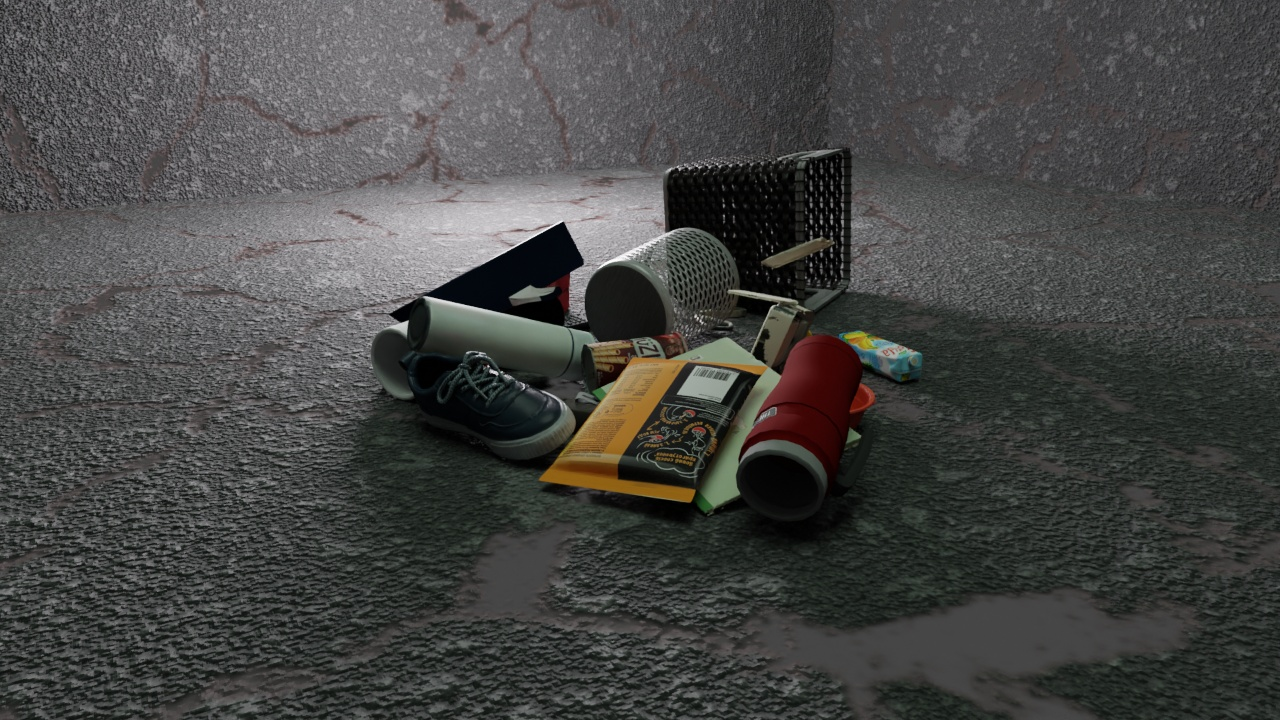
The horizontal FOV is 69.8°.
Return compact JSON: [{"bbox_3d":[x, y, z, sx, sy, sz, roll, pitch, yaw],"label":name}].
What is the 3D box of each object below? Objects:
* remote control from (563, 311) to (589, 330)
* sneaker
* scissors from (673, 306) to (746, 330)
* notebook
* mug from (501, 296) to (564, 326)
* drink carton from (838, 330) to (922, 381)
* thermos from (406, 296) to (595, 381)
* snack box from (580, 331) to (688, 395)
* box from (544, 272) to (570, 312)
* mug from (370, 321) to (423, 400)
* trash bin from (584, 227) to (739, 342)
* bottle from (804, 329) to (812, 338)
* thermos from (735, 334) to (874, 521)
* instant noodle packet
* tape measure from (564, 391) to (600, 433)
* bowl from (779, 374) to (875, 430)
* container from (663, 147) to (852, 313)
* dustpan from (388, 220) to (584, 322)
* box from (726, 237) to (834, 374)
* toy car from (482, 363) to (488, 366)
[{"bbox_3d":[-0.064,-0.065,1.426,0.150,0.022,0.047,-16,25,-35],"label":"remote control"},{"bbox_3d":[-0.169,0.037,0.988,0.236,0.087,0.089,11,46,37],"label":"sneaker"},{"bbox_3d":[0.095,-0.069,1.444,0.171,0.012,0.157,-8,19,-21],"label":"scissors"},{"bbox_3d":[0.081,0.056,0.961,0.181,0.010,0.252,-21,33,-19],"label":"notebook"},{"bbox_3d":[-0.184,-0.056,1.308,0.100,0.085,0.118,7,24,44],"label":"mug"},{"bbox_3d":[0.315,-0.007,1.209,0.044,0.039,0.129,-10,20,-26],"label":"drink carton"},{"bbox_3d":[-0.165,-0.024,1.119,0.229,0.068,0.068,11,10,-35],"label":"thermos"},{"bbox_3d":[-0.007,0.007,1.128,0.121,0.072,0.072,-7,20,-17],"label":"snack box"},{"bbox_3d":[-0.186,-0.104,1.453,0.129,0.087,0.157,3,15,11],"label":"box"},{"bbox_3d":[-0.282,-0.001,1.153,0.122,0.091,0.089,-28,0,37],"label":"mug"},{"bbox_3d":[0.028,-0.092,1.299,0.157,0.157,0.182,12,25,32],"label":"trash bin"},{"bbox_3d":[0.215,-0.048,1.330,0.043,0.043,0.143,-1,19,-1],"label":"bottle"},{"bbox_3d":[0.162,0.063,0.849,0.108,0.084,0.198,33,38,2],"label":"thermos"},{"bbox_3d":[0.017,0.061,0.928,0.160,0.032,0.220,4,35,27],"label":"instant noodle packet"},{"bbox_3d":[-0.057,0.056,1.033,0.059,0.038,0.058,2,19,8],"label":"tape measure"},{"bbox_3d":[0.192,0.055,1.018,0.130,0.045,0.130,0,19,0],"label":"bowl"},{"bbox_3d":[0.200,-0.224,1.548,0.244,0.246,0.246,6,20,29],"label":"container"},{"bbox_3d":[-0.192,-0.102,1.267,0.235,0.080,0.274,-34,12,-29],"label":"dustpan"},{"bbox_3d":[0.156,-0.076,1.124,0.105,0.187,0.143,26,10,17],"label":"box"},{"bbox_3d":[-0.210,-0.015,1.232,0.100,0.049,0.051,0,19,1],"label":"toy car"}]
